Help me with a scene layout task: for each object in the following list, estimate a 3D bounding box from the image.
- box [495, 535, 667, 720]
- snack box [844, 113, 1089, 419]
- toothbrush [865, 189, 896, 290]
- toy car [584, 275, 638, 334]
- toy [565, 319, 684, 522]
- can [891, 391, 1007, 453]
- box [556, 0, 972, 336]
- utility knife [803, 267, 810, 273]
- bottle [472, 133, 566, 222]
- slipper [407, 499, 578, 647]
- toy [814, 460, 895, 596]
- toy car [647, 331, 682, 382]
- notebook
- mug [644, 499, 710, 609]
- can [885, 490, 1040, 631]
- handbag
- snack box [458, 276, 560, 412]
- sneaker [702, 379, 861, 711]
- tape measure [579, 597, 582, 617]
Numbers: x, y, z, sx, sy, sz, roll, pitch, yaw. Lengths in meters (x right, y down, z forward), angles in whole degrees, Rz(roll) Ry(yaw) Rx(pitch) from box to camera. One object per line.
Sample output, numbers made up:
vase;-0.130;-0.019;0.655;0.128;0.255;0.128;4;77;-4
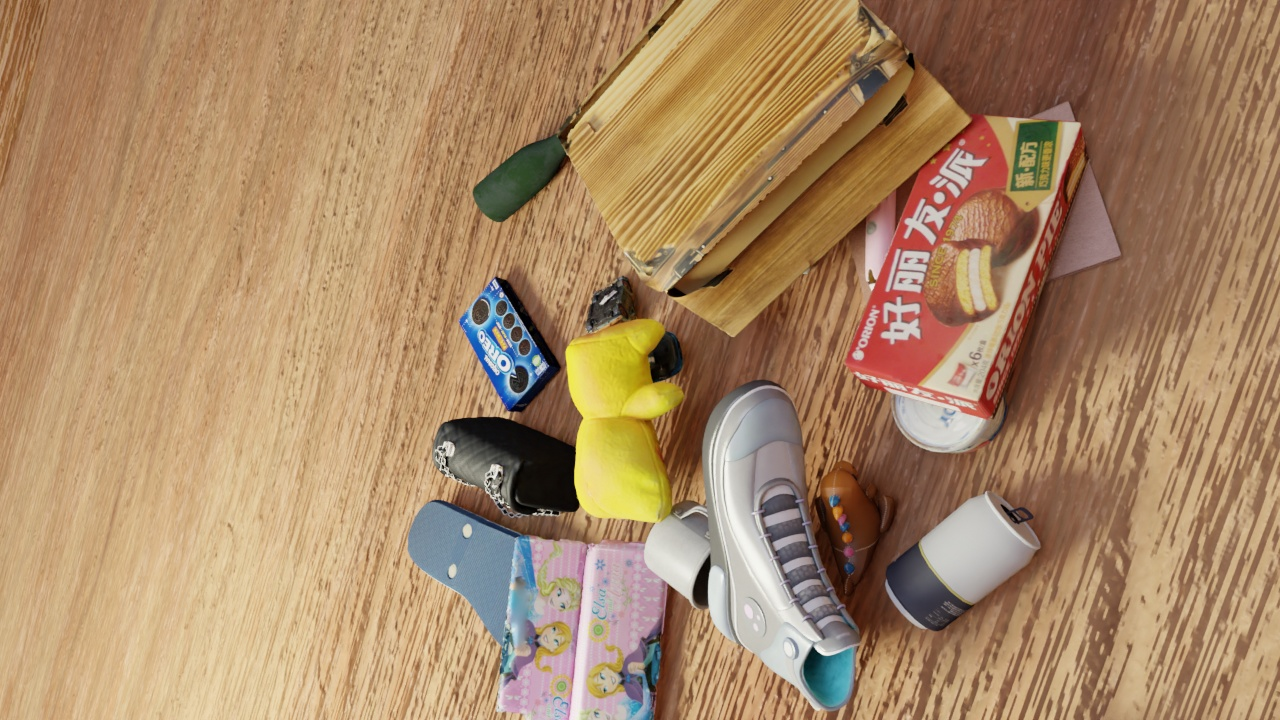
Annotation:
box;-0.060;0.293;0.917;0.159;0.035;0.230;6;85;-3
snack box;0.264;-0.081;0.740;0.113;0.060;0.236;18;82;37
toothbrush;0.215;-0.101;0.824;0.027;0.026;0.222;169;106;-64
toy car;-0.027;-0.049;0.986;0.047;0.047;0.111;-31;23;19
toy;-0.023;0.059;0.884;0.135;0.087;0.193;-8;84;56
can;0.259;0.035;0.773;0.086;0.043;0.086;-5;81;37
box;0.095;-0.203;0.810;0.280;0.176;0.247;-43;41;22
utility knife;0.180;-0.162;0.882;0.022;0.015;0.169;22;93;37
bottle;-0.122;-0.234;1.090;0.175;0.055;0.055;-33;65;26
slipper;-0.159;0.242;1.042;0.295;0.060;0.118;23;93;39
toy;0.174;0.142;0.780;0.071;0.090;0.102;-5;48;27
toy car;-0.006;0.006;0.972;0.120;0.043;0.056;-23;70;34
notebook;0.285;-0.118;0.800;0.210;0.008;0.141;-21;71;32
mug;0.054;0.172;0.868;0.070;0.084;0.113;30;139;38
can;0.262;0.159;0.739;0.127;0.064;0.064;-47;59;21
handbag;-0.152;0.129;1.010;0.154;0.125;0.115;23;96;36
snack box;-0.160;-0.019;1.100;0.082;0.027;0.150;-47;59;22
sneaker;0.124;0.153;0.751;0.160;0.093;0.257;-143;46;-61
tape measure;-0.038;0.252;0.965;0.059;0.030;0.068;-44;67;23
